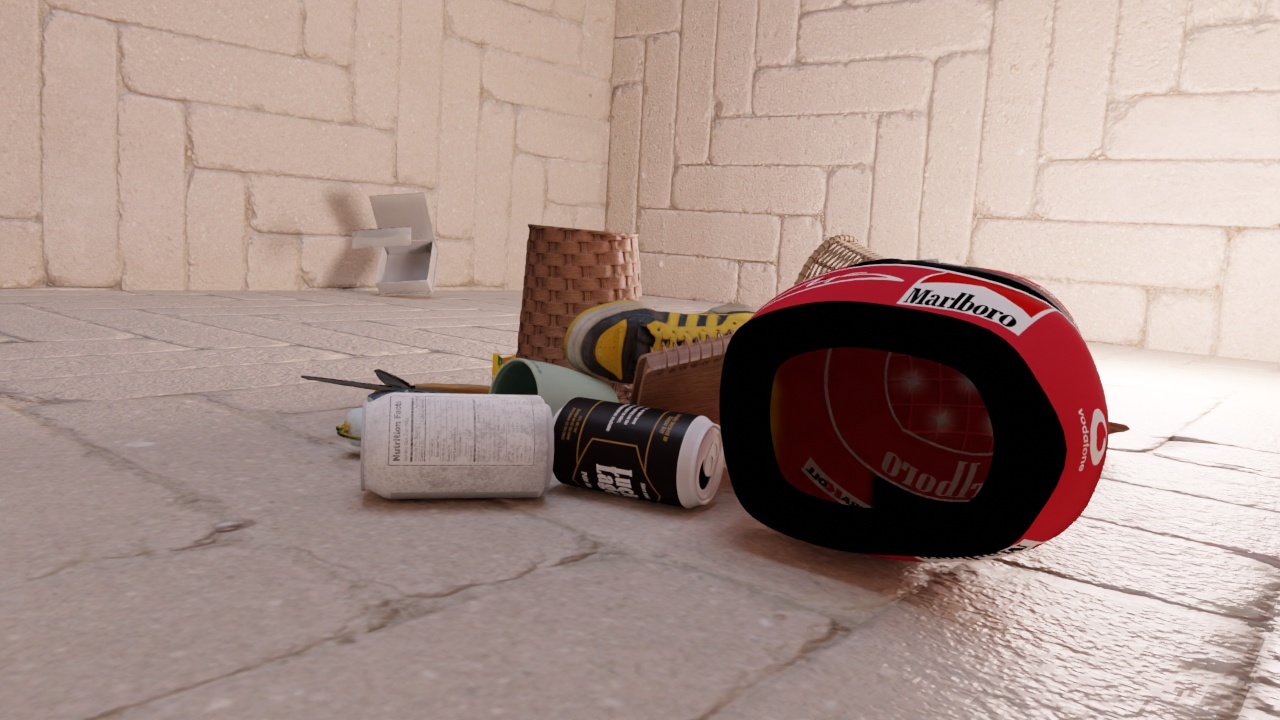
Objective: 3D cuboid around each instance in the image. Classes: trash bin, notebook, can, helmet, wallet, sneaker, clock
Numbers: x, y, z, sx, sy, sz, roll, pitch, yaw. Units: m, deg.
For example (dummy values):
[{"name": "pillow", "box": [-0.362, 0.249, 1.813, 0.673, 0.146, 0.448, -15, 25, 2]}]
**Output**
[{"name": "trash bin", "box": [-0.059, -0.036, 0.992, 0.151, 0.210, 0.151, 4, 8, -1]}, {"name": "notebook", "box": [0.092, 0.018, 0.790, 0.210, 0.022, 0.169, -13, -29, -15]}, {"name": "can", "box": [-0.137, 0.064, 0.686, 0.136, 0.078, 0.078, 2, 8, -14]}, {"name": "can", "box": [-0.005, 0.071, 0.719, 0.129, 0.072, 0.071, 7, 8, 26]}, {"name": "helmet", "box": [0.189, 0.029, 0.622, 0.272, 0.197, 0.224, 2, 8, 44]}, {"name": "wallet", "box": [0.488, 0.071, 1.038, 0.087, 0.013, 0.121, 13, -6, 11]}, {"name": "sneaker", "box": [0.054, -0.004, 0.880, 0.238, 0.086, 0.122, -5, 23, -31]}, {"name": "clock", "box": [-0.209, 0.056, 0.802, 0.083, 0.057, 0.117, 10, 9, 36]}]

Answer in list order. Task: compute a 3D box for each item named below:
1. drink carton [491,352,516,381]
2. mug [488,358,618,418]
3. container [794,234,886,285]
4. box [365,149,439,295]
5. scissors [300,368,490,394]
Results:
[{"name": "drink carton", "box": [-0.120, 0.023, 1.097, 0.122, 0.058, 0.041, 0, 8, -25]}, {"name": "mug", "box": [-0.087, 0.051, 0.855, 0.104, 0.084, 0.112, 10, -27, -43]}, {"name": "container", "box": [0.334, -0.041, 1.230, 0.196, 0.227, 0.226, 18, 15, 39]}, {"name": "box", "box": [-0.697, -0.400, 2.714, 0.167, 0.413, 0.149, -3, 4, 2]}, {"name": "scissors", "box": [-0.216, 0.031, 0.906, 0.226, 0.016, 0.225, 3, -11, -6]}]
